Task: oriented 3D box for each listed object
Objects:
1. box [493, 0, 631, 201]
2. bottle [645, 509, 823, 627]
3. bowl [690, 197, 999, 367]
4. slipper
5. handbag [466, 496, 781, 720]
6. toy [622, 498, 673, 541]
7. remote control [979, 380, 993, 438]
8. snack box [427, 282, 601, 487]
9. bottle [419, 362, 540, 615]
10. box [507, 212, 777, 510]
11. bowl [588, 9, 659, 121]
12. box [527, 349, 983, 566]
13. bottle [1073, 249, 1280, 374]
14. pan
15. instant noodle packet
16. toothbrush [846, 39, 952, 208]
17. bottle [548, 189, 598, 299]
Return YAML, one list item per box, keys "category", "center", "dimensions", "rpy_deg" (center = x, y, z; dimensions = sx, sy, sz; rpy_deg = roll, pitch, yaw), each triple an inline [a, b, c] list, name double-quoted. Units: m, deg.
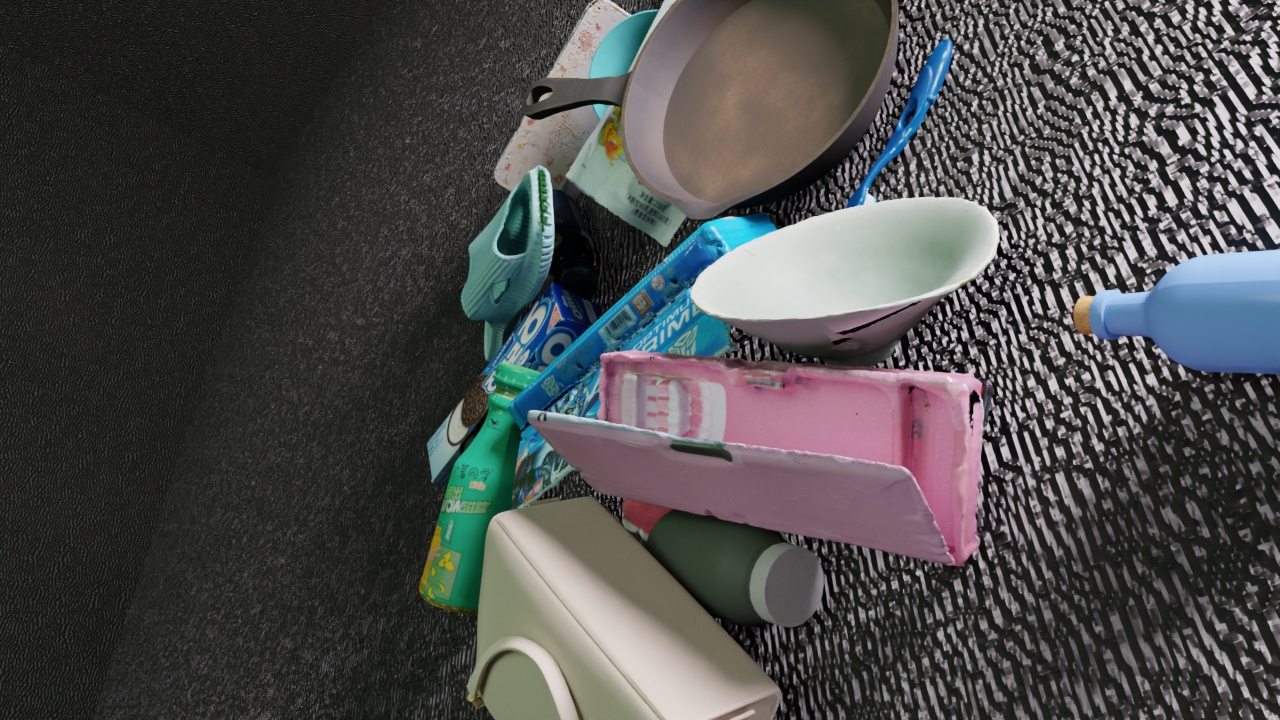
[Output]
- category: "box"
  center: [-0.061, -0.265, 0.977]
  dimensions: [0.216, 0.095, 0.107]
  rpy_deg: [-56, 6, 15]
- category: "bottle"
  center: [0.053, 0.120, 0.533]
  dimensions: [0.109, 0.060, 0.060]
  rpy_deg: [1, 68, 57]
- category: "bowl"
  center: [0.119, -0.032, 0.526]
  dimensions: [0.174, 0.068, 0.174]
  rpy_deg: [-15, 23, 7]
- category: "slipper"
  center: [-0.134, -0.082, 0.873]
  dimensions: [0.277, 0.069, 0.115]
  rpy_deg: [119, 155, -55]
- category: "handbag"
  center: [-0.032, 0.211, 0.530]
  dimensions: [0.194, 0.101, 0.198]
  rpy_deg: [39, 122, 42]
- category: "toy"
  center: [0.026, 0.073, 0.619]
  dimensions: [0.102, 0.065, 0.050]
  rpy_deg: [-62, -1, 11]
- category: "remote control"
  center: [0.131, 0.031, 0.519]
  dimensions: [0.141, 0.021, 0.045]
  rpy_deg: [2, 71, 52]
- category: "snack box"
  center: [-0.120, 0.032, 0.862]
  dimensions: [0.227, 0.059, 0.059]
  rpy_deg: [-48, 38, 23]
- category: "bottle"
  center: [-0.129, 0.107, 0.784]
  dimensions: [0.068, 0.068, 0.209]
  rpy_deg: [17, 91, 59]
- category: "box"
  center: [-0.015, -0.006, 0.667]
  dimensions: [0.244, 0.063, 0.173]
  rpy_deg: [-40, 11, 35]
- category: "bowl"
  center: [0.016, -0.256, 0.852]
  dimensions: [0.121, 0.121, 0.046]
  rpy_deg: [-57, -12, 13]
- category: "box"
  center: [0.048, 0.048, 0.479]
  dimensions: [0.233, 0.098, 0.099]
  rpy_deg: [6, 96, 39]
- category: "bottle"
  center: [0.238, -0.019, 0.364]
  dimensions: [0.131, 0.048, 0.048]
  rpy_deg: [3, 70, 57]
- category: "pan"
  center: [0.040, -0.214, 0.726]
  dimensions: [0.357, 0.043, 0.248]
  rpy_deg: [7, 75, 40]
- category: "instant noodle packet"
  center: [0.044, -0.244, 0.785]
  dimensions: [0.147, 0.057, 0.269]
  rpy_deg: [38, 104, 27]
- category: "toothbrush"
  center: [0.170, -0.149, 0.597]
  dimensions: [0.132, 0.016, 0.021]
  rpy_deg: [-61, 31, 1]
- category: "bottle"
  center: [-0.076, -0.114, 0.902]
  dimensions: [0.056, 0.056, 0.160]
  rpy_deg: [-51, 34, 21]
